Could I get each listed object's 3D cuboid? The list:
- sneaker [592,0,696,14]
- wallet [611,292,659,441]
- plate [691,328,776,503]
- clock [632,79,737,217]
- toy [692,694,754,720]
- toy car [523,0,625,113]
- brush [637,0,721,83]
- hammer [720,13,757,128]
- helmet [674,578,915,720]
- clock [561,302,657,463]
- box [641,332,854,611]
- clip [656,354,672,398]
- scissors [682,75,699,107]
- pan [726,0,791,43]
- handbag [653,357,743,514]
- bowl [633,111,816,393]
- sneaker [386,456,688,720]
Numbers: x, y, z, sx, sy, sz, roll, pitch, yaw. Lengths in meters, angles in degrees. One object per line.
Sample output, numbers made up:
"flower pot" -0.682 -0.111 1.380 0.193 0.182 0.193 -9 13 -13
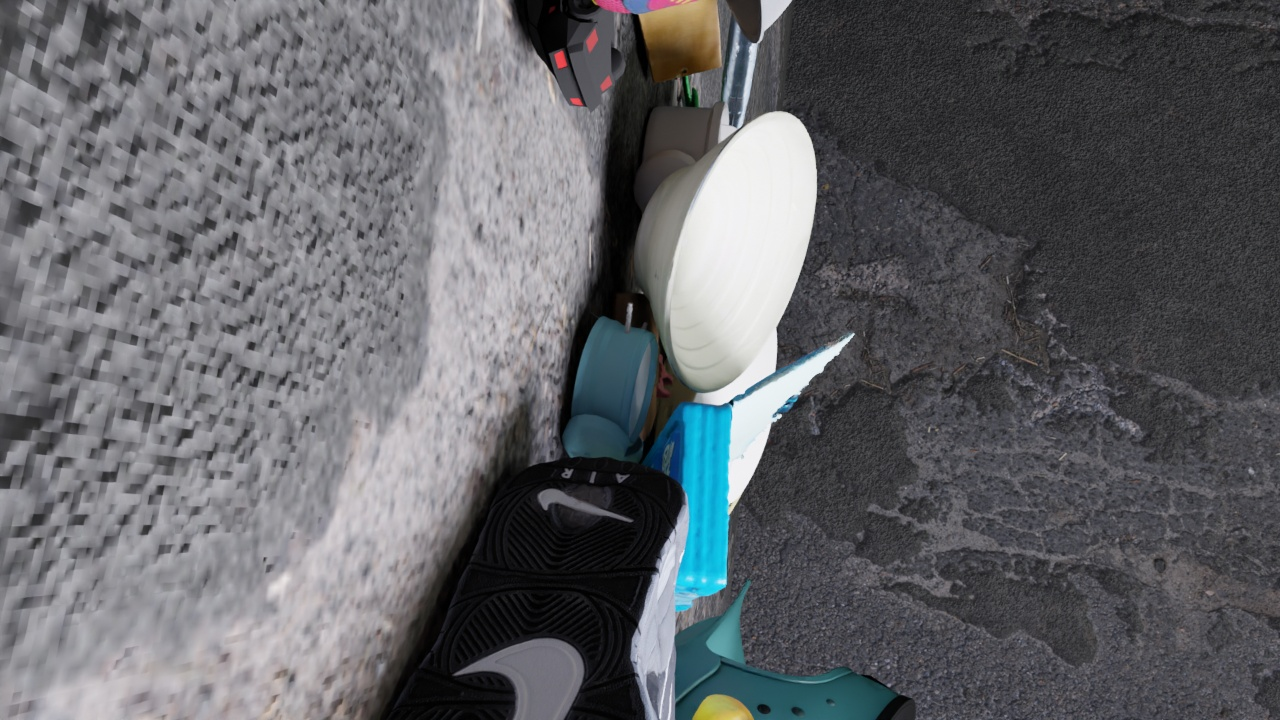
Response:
"sneaker" -0.022 -0.227 0.269 0.116 0.091 0.242 -76 149 -65
"wallet" -0.004 0.004 0.622 0.121 0.027 0.098 -21 115 -80
"plate" 0.079 0.072 0.769 0.228 0.030 0.230 -50 152 -39
"clock" 0.033 -0.118 0.658 0.120 0.061 0.158 82 16 -55
"toy" 0.014 0.270 0.461 0.215 0.148 0.099 -26 116 -38
"toy car" -0.027 -0.147 0.368 0.042 0.036 0.091 64 23 -69
"brush" 0.022 -0.221 0.577 0.117 0.049 0.039 59 20 -75
"hammer" 0.076 -0.207 0.773 0.327 0.036 0.140 94 -1 -56
"helmet" 0.070 0.289 0.673 0.273 0.200 0.177 -33 129 -49
"clock" -0.020 0.032 0.520 0.087 0.042 0.123 44 58 -78
"box" 0.028 0.075 0.554 0.170 0.070 0.244 -56 176 -23
"clip" 0.012 0.009 0.734 0.060 0.023 0.044 -3 100 -75
"scissors" 0.043 -0.202 0.757 0.130 0.011 0.126 -96 175 -69
"pan" 0.048 -0.278 0.577 0.356 0.051 0.200 -17 89 -86
"handbag" 0.056 0.067 0.873 0.190 0.089 0.233 -59 157 -33
"bowl" 0.044 -0.071 0.572 0.176 0.058 0.177 -38 139 -42
"sneaker" -0.031 0.167 0.344 0.251 0.097 0.151 -81 168 -54
